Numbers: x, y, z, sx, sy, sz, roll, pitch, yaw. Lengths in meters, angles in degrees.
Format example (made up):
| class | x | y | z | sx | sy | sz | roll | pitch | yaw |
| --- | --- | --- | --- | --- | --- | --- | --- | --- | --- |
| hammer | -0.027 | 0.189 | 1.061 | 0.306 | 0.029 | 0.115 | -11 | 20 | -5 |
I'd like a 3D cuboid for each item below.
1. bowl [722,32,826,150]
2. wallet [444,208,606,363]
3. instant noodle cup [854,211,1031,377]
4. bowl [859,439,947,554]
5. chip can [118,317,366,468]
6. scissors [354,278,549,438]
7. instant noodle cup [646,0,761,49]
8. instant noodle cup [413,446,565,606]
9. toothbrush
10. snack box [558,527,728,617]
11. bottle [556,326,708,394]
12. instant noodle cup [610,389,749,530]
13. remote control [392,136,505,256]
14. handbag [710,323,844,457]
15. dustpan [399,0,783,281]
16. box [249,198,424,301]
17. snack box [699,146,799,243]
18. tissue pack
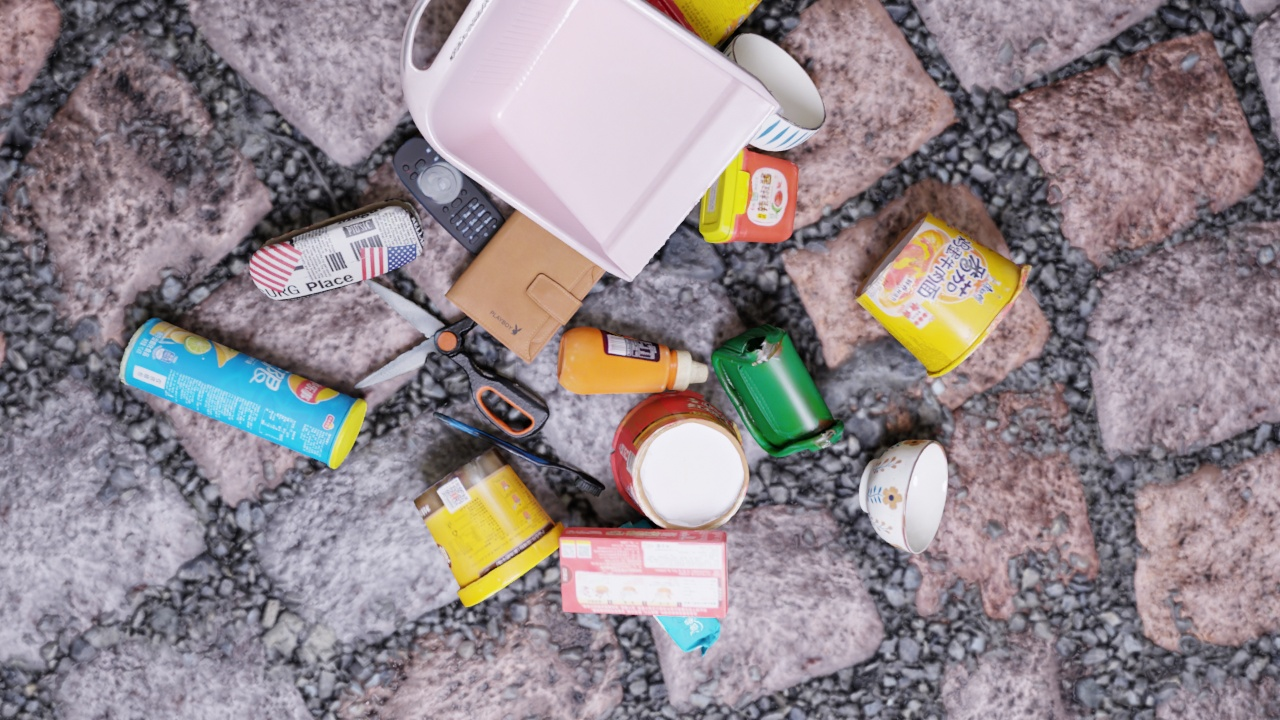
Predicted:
| class | x | y | z | sx | sy | sz | roll | pitch | yaw |
| --- | --- | --- | --- | --- | --- | --- | --- | --- | --- |
| bowl | 0.113 | -0.247 | 0.879 | 0.116 | 0.116 | 0.066 | 45 | 132 | -6 |
| wallet | -0.107 | -0.078 | 0.885 | 0.108 | 0.031 | 0.132 | 40 | 90 | -6 |
| instant noodle cup | 0.284 | -0.070 | 0.888 | 0.110 | 0.138 | 0.138 | 39 | 90 | 2 |
| bowl | 0.260 | 0.131 | 0.922 | 0.062 | 0.113 | 0.113 | 10 | 95 | 38 |
| chip can | -0.373 | 0.031 | 0.872 | 0.210 | 0.071 | 0.071 | 23 | 92 | -5 |
| scissors | -0.170 | -0.015 | 0.909 | 0.233 | 0.022 | 0.221 | -35 | 95 | -2 |
| instant noodle cup | 0.045 | -0.331 | 0.862 | 0.123 | 0.116 | 0.116 | -41 | 97 | -12 |
| instant noodle cup | -0.148 | 0.155 | 0.880 | 0.118 | 0.118 | 0.114 | -34 | 89 | -1 |
| toothbrush | -0.120 | 0.094 | 0.914 | 0.189 | 0.014 | 0.016 | 26 | 106 | -14 |
| snack box | 0.003 | 0.193 | 0.838 | 0.153 | 0.025 | 0.075 | 0 | 104 | 9 |
| bottle | -0.005 | 0.005 | 0.905 | 0.149 | 0.067 | 0.067 | 6 | 94 | -12 |
| instant noodle cup | 0.041 | 0.104 | 0.890 | 0.138 | 0.108 | 0.138 | 0 | 95 | -4 |
| remote control | -0.183 | -0.158 | 0.895 | 0.053 | 0.024 | 0.136 | -43 | 99 | 0 |
| handbag | 0.132 | 0.030 | 0.886 | 0.068 | 0.120 | 0.131 | -32 | 94 | -7 |
| dustpan | -0.059 | -0.210 | 0.778 | 0.273 | 0.138 | 0.223 | 40 | 114 | 3 |
| box | -0.284 | -0.099 | 0.864 | 0.163 | 0.082 | 0.075 | -18 | 101 | -5 |
| snack box | 0.106 | -0.157 | 0.894 | 0.080 | 0.082 | 0.091 | 4 | 95 | -18 |
| tissue pack | 0.024 | 0.223 | 0.905 | 0.050 | 0.093 | 0.133 | -36 | 95 | -5 |
